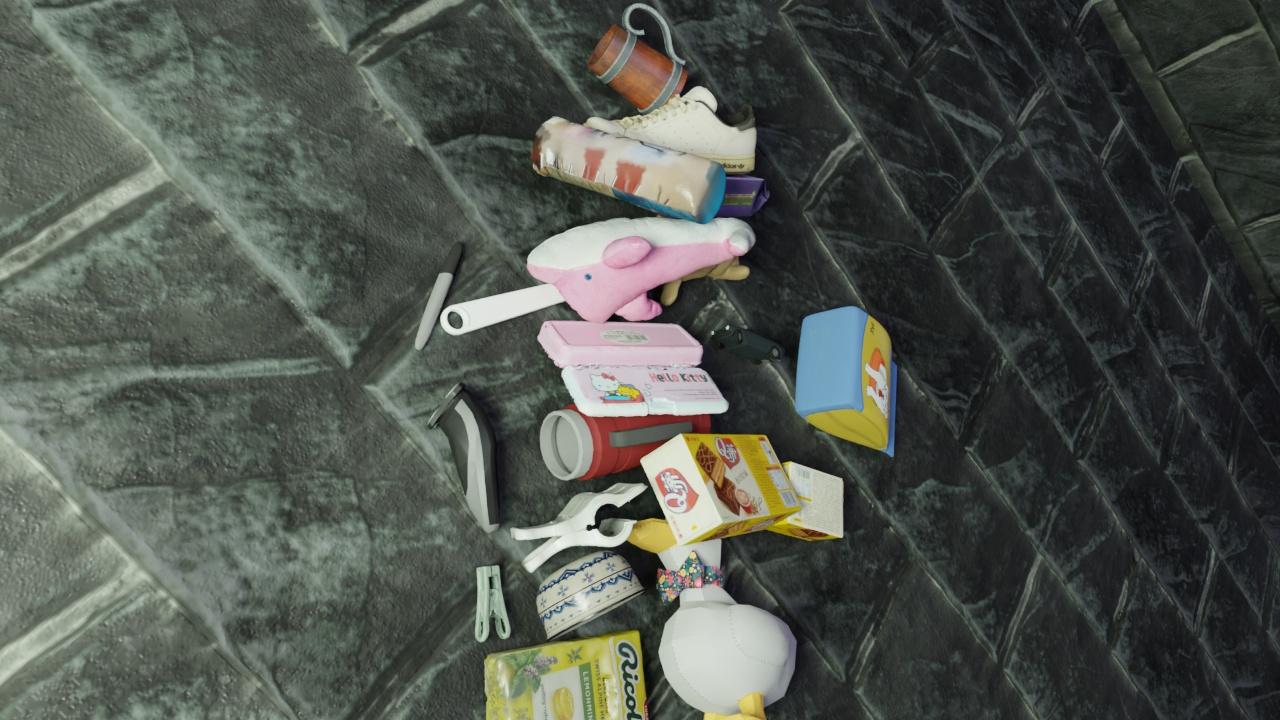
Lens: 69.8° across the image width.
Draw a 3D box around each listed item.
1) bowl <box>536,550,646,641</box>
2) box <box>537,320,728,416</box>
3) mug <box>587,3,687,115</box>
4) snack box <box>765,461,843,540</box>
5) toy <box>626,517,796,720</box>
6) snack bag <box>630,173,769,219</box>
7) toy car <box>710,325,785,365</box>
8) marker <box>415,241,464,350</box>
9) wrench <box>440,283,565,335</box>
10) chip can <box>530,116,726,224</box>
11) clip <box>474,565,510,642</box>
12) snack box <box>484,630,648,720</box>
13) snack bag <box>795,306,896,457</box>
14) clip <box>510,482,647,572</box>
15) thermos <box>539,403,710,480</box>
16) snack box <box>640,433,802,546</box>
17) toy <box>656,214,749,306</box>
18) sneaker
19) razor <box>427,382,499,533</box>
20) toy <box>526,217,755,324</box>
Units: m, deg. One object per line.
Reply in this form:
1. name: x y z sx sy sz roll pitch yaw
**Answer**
1. bowl: -0.058 0.240 0.960 0.115 0.116 0.059 -16 71 -40
2. box: -0.005 0.004 1.061 0.201 0.045 0.154 0 34 -32
3. mug: 0.003 -0.399 1.213 0.111 0.081 0.117 29 95 -24
4. snack box: 0.213 0.189 1.220 0.105 0.061 0.083 20 64 -33
5. toy: 0.088 0.303 1.045 0.246 0.141 0.267 27 44 -31
6. snack bag: 0.067 -0.221 1.210 0.205 0.096 0.058 -9 116 -39
7. toy car: 0.147 -0.023 1.244 0.112 0.046 0.034 21 65 -34
8. marker: -0.216 -0.070 0.992 0.022 0.016 0.138 46 50 -48
9. wrench: -0.114 -0.075 1.073 0.272 0.018 0.066 -20 88 -39
10. chip can: -0.017 -0.222 1.062 0.079 0.230 0.080 -42 144 -42
11. clip: -0.153 0.248 0.938 0.035 0.023 0.074 3 72 -36
12. snack box: -0.073 0.352 0.953 0.180 0.045 0.121 4 73 -38
13. snack bag: 0.321 0.036 1.336 0.205 0.102 0.158 31 59 -40
14. clip: -0.061 0.183 0.974 0.151 0.126 0.091 -33 89 -16
15. thermos: -0.006 0.082 1.049 0.198 0.108 0.084 -7 92 -42
16. snack box: 0.101 0.146 1.079 0.230 0.062 0.110 8 53 -58
17. toy: 0.082 -0.133 1.199 0.108 0.106 0.134 6 68 -25
18. sneaker: 0.046 -0.302 1.176 0.241 0.089 0.102 2 115 -22
19. razor: -0.172 0.102 0.951 0.060 0.057 0.156 -23 91 -9
20. toy: 0.004 -0.105 1.071 0.265 0.186 0.128 -11 109 -5
